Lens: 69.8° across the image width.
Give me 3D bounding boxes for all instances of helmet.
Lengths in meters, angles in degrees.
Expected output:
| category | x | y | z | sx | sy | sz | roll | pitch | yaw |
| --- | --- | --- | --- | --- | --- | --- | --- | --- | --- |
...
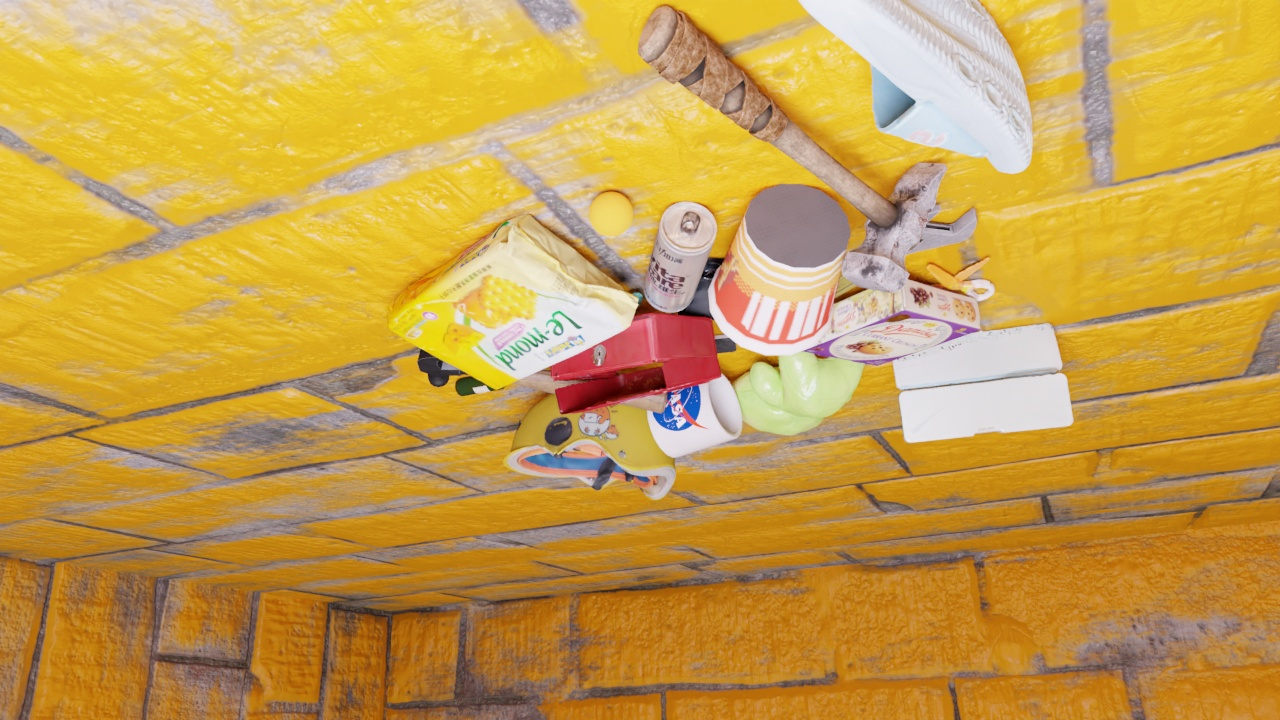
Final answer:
| category | x | y | z | sx | sy | sz | roll | pitch | yaw |
| --- | --- | --- | --- | --- | --- | --- | --- | --- | --- |
| helmet | -0.061 | 0.096 | 1.262 | 0.240 | 0.139 | 0.209 | 6 | 161 | 16 |

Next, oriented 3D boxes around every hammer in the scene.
| category | x | y | z | sx | sy | sz | roll | pitch | yaw |
| --- | --- | --- | --- | --- | --- | --- | --- | --- | --- |
| hammer | -0.118 | 0.022 | 1.129 | 0.305 | 0.040 | 0.132 | 11 | 157 | -1 |
| hammer | 0.123 | -0.165 | 0.703 | 0.318 | 0.121 | 0.049 | 26 | 177 | -36 |

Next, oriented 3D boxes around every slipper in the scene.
| category | x | y | z | sx | sy | sz | roll | pitch | yaw |
| --- | --- | --- | --- | --- | --- | --- | --- | --- | --- |
| slipper | 0.174 | -0.200 | 0.599 | 0.245 | 0.103 | 0.074 | 22 | 150 | -34 |

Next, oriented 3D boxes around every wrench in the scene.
| category | x | y | z | sx | sy | sz | roll | pitch | yaw |
| --- | --- | --- | --- | --- | --- | --- | --- | --- | --- |
| wrench | 0.231 | -0.095 | 0.963 | 0.083 | 0.018 | 0.274 | 11 | 155 | -28 |

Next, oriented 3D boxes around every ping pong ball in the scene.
| category | x | y | z | sx | sy | sz | roll | pitch | yaw |
| --- | --- | --- | --- | --- | --- | --- | --- | --- | --- |
| ping pong ball | -0.026 | -0.131 | 0.823 | 0.040 | 0.040 | 0.040 | -2 | 158 | -1 |

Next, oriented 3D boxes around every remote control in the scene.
| category | x | y | z | sx | sy | sz | roll | pitch | yaw |
| --- | --- | --- | --- | --- | --- | --- | --- | --- | --- |
| remote control | 0.047 | -0.015 | 1.160 | 0.147 | 0.008 | 0.045 | -6 | 158 | 10 |

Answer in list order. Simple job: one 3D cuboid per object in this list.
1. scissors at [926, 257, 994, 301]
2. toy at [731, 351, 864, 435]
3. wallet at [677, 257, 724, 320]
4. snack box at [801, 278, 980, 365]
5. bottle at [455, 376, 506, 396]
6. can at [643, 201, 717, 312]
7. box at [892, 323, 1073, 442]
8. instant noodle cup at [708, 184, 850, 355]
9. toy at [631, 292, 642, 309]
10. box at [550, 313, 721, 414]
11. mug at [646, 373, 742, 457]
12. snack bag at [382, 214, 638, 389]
| category | x | y | z | sx | sy | sz | roll | pitch | yaw |
| --- | --- | --- | --- | --- | --- | --- | --- | --- | --- |
| scissors | 0.348 | -0.084 | 1.011 | 0.128 | 0.011 | 0.126 | 5 | 159 | -20 |
| toy | 0.200 | 0.045 | 1.207 | 0.150 | 0.107 | 0.197 | 3 | 149 | -18 |
| wallet | 0.094 | -0.073 | 0.998 | 0.089 | 0.026 | 0.115 | 0 | 158 | -10 |
| snack box | 0.278 | -0.041 | 1.035 | 0.143 | 0.040 | 0.148 | 9 | 158 | -37 |
| bottle | -0.198 | 0.028 | 1.224 | 0.106 | 0.025 | 0.025 | -10 | 157 | 20 |
| can | 0.036 | -0.097 | 0.896 | 0.054 | 0.054 | 0.136 | 1 | 158 | -7 |
| box | 0.416 | 0.028 | 1.128 | 0.197 | 0.134 | 0.041 | -7 | 168 | 11 |
| instant noodle cup | 0.133 | -0.089 | 0.854 | 0.123 | 0.123 | 0.121 | 0 | 151 | -5 |
| toy | -0.057 | -0.063 | 1.004 | 0.105 | 0.033 | 0.085 | 12 | 146 | -23 |
| box | -0.007 | 0.000 | 1.015 | 0.158 | 0.092 | 0.129 | -15 | 173 | 37 |
| mug | 0.069 | 0.056 | 1.187 | 0.090 | 0.121 | 0.091 | -21 | 147 | 27 |
| snack bag | -0.139 | -0.056 | 0.936 | 0.248 | 0.068 | 0.159 | -23 | 138 | 40 |
